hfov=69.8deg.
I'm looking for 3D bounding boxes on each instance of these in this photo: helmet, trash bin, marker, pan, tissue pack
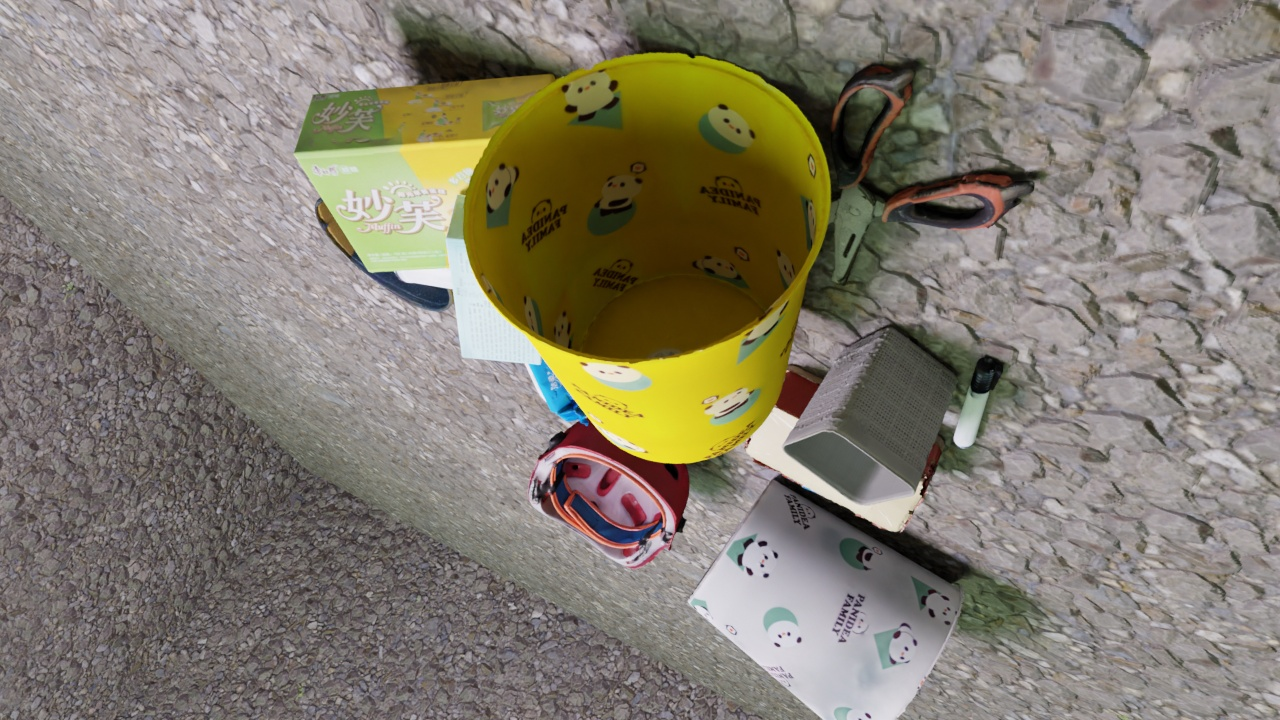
[{"bbox_3d":[-0.023,0.146,1.199,0.207,0.143,0.241,33,143,-2],"label":"helmet"},{"bbox_3d":[0.210,0.287,1.095,0.252,0.229,0.230,35,158,10],"label":"trash bin"},{"bbox_3d":[0.278,0.039,0.759,0.023,0.018,0.131,13,151,19],"label":"marker"},{"bbox_3d":[-0.253,-0.115,1.052,0.358,0.078,0.198,9,148,43],"label":"pan"},{"bbox_3d":[0.017,-0.050,0.679,0.230,0.229,0.255,25,161,18],"label":"trash bin"},{"bbox_3d":[-0.093,-0.005,0.958,0.095,0.052,0.157,66,178,-80],"label":"tissue pack"}]

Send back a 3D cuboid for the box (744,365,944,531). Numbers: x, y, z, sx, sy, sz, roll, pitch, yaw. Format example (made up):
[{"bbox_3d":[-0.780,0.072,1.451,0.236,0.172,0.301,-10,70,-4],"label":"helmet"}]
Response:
[{"bbox_3d":[0.186,0.089,0.864,0.168,0.080,0.091,27,136,14],"label":"box"}]

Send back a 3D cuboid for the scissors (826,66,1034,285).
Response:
[{"bbox_3d":[0.157,-0.113,0.618,0.227,0.015,0.189,7,146,45],"label":"scissors"}]

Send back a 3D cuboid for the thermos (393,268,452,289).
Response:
[{"bbox_3d":[-0.123,-0.093,0.871,0.224,0.073,0.073,10,150,18],"label":"thermos"}]

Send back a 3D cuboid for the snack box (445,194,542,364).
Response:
[{"bbox_3d":[-0.119,-0.064,0.786,0.074,0.051,0.175,7,146,-2],"label":"snack box"}]

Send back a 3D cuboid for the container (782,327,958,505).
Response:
[{"bbox_3d":[0.192,0.044,0.755,0.090,0.114,0.090,36,157,-7],"label":"container"}]

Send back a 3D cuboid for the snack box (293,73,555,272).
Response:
[{"bbox_3d":[-0.156,-0.150,0.771,0.210,0.069,0.158,-2,148,9],"label":"snack box"}]

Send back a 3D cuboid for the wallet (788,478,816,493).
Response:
[{"bbox_3d":[0.218,0.114,0.957,0.133,0.040,0.106,23,147,19],"label":"wallet"}]
